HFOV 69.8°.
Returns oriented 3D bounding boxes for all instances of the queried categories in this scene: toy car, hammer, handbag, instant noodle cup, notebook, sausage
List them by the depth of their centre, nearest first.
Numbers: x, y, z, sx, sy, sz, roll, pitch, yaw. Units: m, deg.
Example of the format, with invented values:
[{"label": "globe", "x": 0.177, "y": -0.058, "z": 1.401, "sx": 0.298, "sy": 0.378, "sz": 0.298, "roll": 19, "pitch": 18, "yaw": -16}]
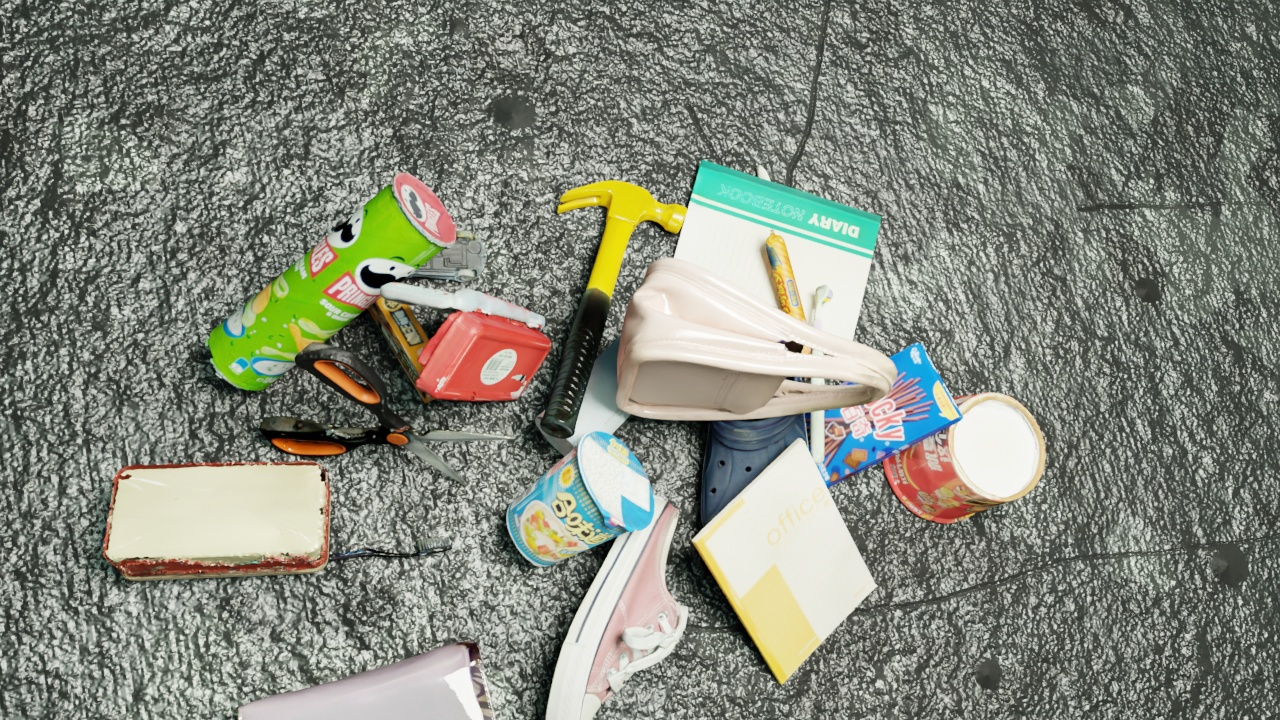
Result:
[{"label": "handbag", "x": -0.215, "y": 0.327, "z": 0.756, "sx": 0.196, "sy": 0.099, "sz": 0.145, "roll": -12, "pitch": 82, "yaw": -16}, {"label": "handbag", "x": 0.098, "y": 0.004, "z": 0.779, "sx": 0.234, "sy": 0.193, "sz": 0.093, "roll": 12, "pitch": 73, "yaw": 1}, {"label": "instant noodle cup", "x": -0.060, "y": 0.131, "z": 0.827, "sx": 0.099, "sy": 0.110, "sz": 0.099, "roll": 40, "pitch": 30, "yaw": -29}, {"label": "notebook", "x": 0.143, "y": 0.194, "z": 0.876, "sx": 0.145, "sy": 0.010, "sz": 0.206, "roll": -39, "pitch": 118, "yaw": -19}, {"label": "hammer", "x": -0.043, "y": -0.060, "z": 0.887, "sx": 0.129, "sy": 0.033, "sz": 0.299, "roll": 18, "pitch": 57, "yaw": -5}, {"label": "toy car", "x": -0.203, "y": -0.101, "z": 0.893, "sx": 0.105, "sy": 0.031, "sz": 0.049, "roll": 1, "pitch": 78, "yaw": -18}, {"label": "instant noodle cup", "x": 0.336, "y": 0.095, "z": 0.947, "sx": 0.138, "sy": 0.109, "sz": 0.137, "roll": 3, "pitch": 76, "yaw": -13}, {"label": "sausage", "x": 0.157, "y": -0.057, "z": 0.953, "sx": 0.021, "sy": 0.021, "sz": 0.165, "roll": -14, "pitch": 88, "yaw": -17}, {"label": "notebook", "x": 0.145, "y": -0.118, "z": 0.984, "sx": 0.209, "sy": 0.012, "sz": 0.150, "roll": 17, "pitch": 77, "yaw": -4}]

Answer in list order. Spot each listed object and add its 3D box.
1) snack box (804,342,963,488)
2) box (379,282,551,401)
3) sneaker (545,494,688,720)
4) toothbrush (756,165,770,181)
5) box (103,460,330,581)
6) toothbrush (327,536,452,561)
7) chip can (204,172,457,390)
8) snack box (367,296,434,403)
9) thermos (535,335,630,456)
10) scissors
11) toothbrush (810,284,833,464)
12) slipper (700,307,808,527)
[{"label": "snack box", "x": 0.228, "y": 0.057, "z": 0.915, "sx": 0.157, "sy": 0.026, "sz": 0.084, "roll": -31, "pitch": 67, "yaw": 19}, {"label": "box", "x": -0.155, "y": -0.026, "z": 0.806, "sx": 0.100, "sy": 0.201, "sz": 0.095, "roll": 35, "pitch": 95, "yaw": 12}, {"label": "sneaker", "x": -0.007, "y": 0.239, "z": 0.830, "sx": 0.088, "sy": 0.118, "sz": 0.240, "roll": 21, "pitch": 66, "yaw": 12}, {"label": "toothbrush", "x": 0.156, "y": -0.126, "z": 1.002, "sx": 0.017, "sy": 0.016, "sz": 0.187, "roll": -17, "pitch": 82, "yaw": -8}, {"label": "box", "x": -0.349, "y": 0.134, "z": 0.769, "sx": 0.168, "sy": 0.078, "sz": 0.091, "roll": 0, "pitch": 65, "yaw": -14}, {"label": "toothbrush", "x": -0.265, "y": 0.174, "z": 0.824, "sx": 0.189, "sy": 0.014, "sz": 0.016, "roll": -3, "pitch": 77, "yaw": -14}, {"label": "chip can", "x": -0.265, "y": -0.061, "z": 0.782, "sx": 0.236, "sy": 0.072, "sz": 0.072, "roll": -34, "pitch": 87, "yaw": 18}, {"label": "snack box", "x": -0.227, "y": -0.037, "z": 0.849, "sx": 0.026, "sy": 0.075, "sz": 0.153, "roll": -31, "pitch": 86, "yaw": -20}, {"label": "thermos", "x": -0.005, "y": 0.005, "z": 0.902, "sx": 0.070, "sy": 0.070, "sz": 0.220, "roll": 45, "pitch": 71, "yaw": -1}, {"label": "scissors", "x": -0.226, "y": 0.052, "z": 0.789, "sx": 0.233, "sy": 0.221, "sz": 0.021, "roll": -1, "pitch": 54, "yaw": 10}, {"label": "toothbrush", "x": 0.182, "y": 0.013, "z": 0.926, "sx": 0.020, "sy": 0.029, "sz": 0.189, "roll": 5, "pitch": 69, "yaw": 2}, {"label": "slipper", "x": 0.115, "y": 0.060, "z": 0.895, "sx": 0.105, "sy": 0.095, "sz": 0.252, "roll": 3, "pitch": 75, "yaw": 9}]
